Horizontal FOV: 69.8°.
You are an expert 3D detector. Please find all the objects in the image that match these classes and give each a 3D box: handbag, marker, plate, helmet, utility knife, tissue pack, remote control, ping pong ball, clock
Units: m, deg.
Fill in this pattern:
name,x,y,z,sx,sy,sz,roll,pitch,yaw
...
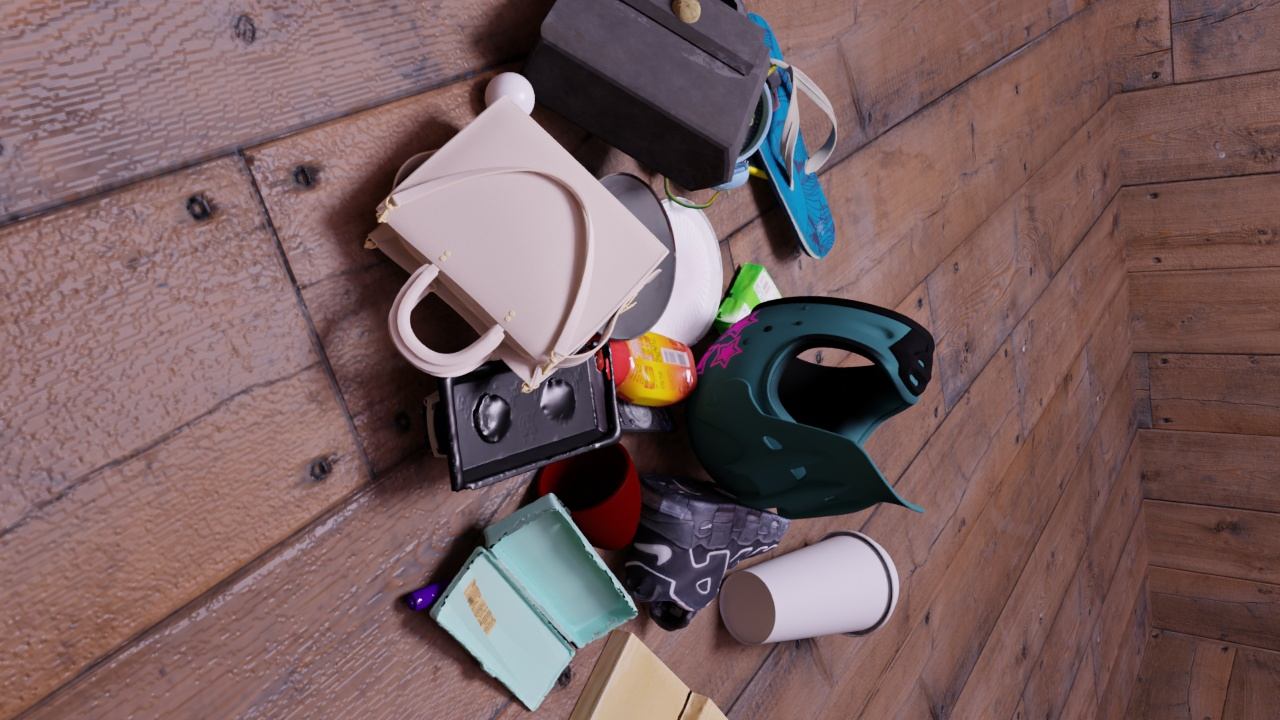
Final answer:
name,x,y,z,sx,sy,sz,roll,pitch,yaw
handbag,0.024,-0.282,0.798,0.197,0.103,0.199,27,61,-13
marker,-0.137,0.178,0.749,0.133,0.018,0.015,-9,101,-53
plate,0.037,-0.090,0.950,0.156,0.014,0.157,-4,95,-51
helmet,0.160,0.057,0.894,0.176,0.275,0.199,41,66,-31
utility knife,0.106,-0.228,1.026,0.172,0.020,0.029,0,90,-50
tissue pack,0.133,-0.041,1.055,0.114,0.034,0.099,55,52,-35
remote control,-0.016,0.050,0.883,0.140,0.021,0.045,6,55,-51
ping pong ball,-0.107,-0.214,0.749,0.040,0.040,0.040,-3,94,-51
clock,0.069,-0.233,0.919,0.118,0.060,0.162,9,108,-25
handbag,-0.107,-0.069,0.675,0.194,0.101,0.197,43,58,-3

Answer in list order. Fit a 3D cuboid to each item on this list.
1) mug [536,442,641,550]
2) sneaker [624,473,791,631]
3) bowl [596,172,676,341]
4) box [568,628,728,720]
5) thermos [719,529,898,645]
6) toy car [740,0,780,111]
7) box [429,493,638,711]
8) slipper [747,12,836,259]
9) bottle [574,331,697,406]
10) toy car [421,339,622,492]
name,x,y,z,sx,sy,sz,roll,pitch,yaw
mug,-0.034,0.120,0.830,0.113,0.087,0.088,-77,153,-43
sneaker,0.065,0.207,0.946,0.252,0.097,0.151,22,91,-55
bowl,-0.033,-0.092,0.831,0.150,0.057,0.150,-2,93,-51
box,-0.008,0.436,0.901,0.253,0.068,0.246,50,54,-32
thermos,0.199,0.276,1.088,0.221,0.132,0.131,2,90,-43
toy car,0.080,-0.325,0.945,0.081,0.056,0.189,-33,123,-4
box,-0.086,0.208,0.777,0.138,0.052,0.187,-37,133,-11
slipper,0.179,-0.257,1.057,0.118,0.060,0.295,-40,114,-43
bottle,-0.005,0.005,0.872,0.134,0.049,0.071,11,63,-48
toy car,-0.102,0.039,0.742,0.191,0.071,0.094,-14,101,-50
